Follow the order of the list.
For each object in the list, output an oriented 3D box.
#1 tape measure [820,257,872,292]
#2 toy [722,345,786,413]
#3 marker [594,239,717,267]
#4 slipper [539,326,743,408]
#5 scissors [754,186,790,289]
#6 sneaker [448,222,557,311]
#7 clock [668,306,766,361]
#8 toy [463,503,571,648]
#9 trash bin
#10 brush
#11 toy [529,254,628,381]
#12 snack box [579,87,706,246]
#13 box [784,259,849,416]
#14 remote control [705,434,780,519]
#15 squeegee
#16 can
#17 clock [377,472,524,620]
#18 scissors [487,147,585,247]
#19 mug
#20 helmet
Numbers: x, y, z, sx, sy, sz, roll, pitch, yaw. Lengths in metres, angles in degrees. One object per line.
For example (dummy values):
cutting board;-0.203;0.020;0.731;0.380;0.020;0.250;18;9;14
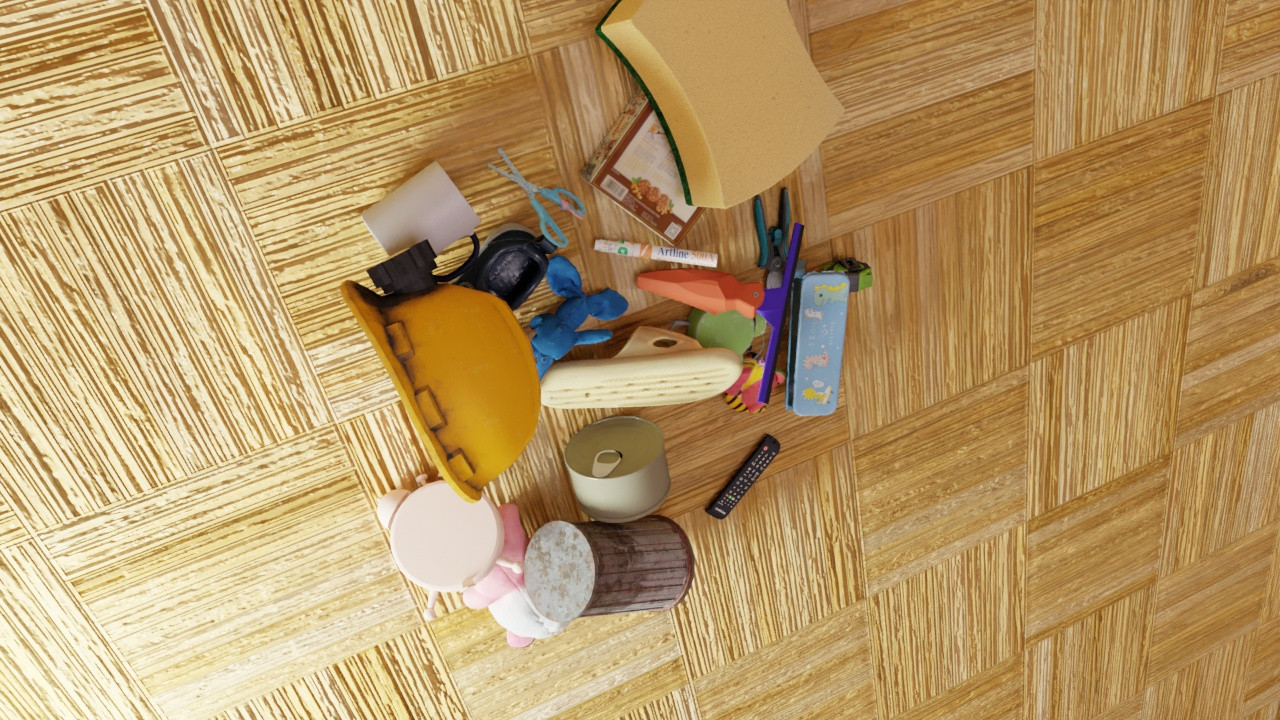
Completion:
tape measure;0.273;-0.114;1.212;0.065;0.058;0.036;-12;118;-16
toy;0.148;0.030;1.235;0.084;0.046;0.104;7;121;-8
marker;0.018;-0.128;1.088;0.145;0.017;0.017;7;113;-2
slipper;-0.007;0.007;1.141;0.261;0.079;0.111;-6;148;-6
scissors;0.173;-0.153;1.174;0.131;0.019;0.150;31;99;-31
sneaker;-0.185;-0.055;1.023;0.235;0.087;0.089;-48;122;5
clock;0.108;-0.038;1.179;0.119;0.042;0.094;29;102;-23
toy;-0.160;0.293;1.209;0.142;0.084;0.213;-36;122;-8
trash bin;-0.033;0.267;1.193;0.210;0.131;0.131;10;111;-50
brush;0.091;-0.311;0.987;0.194;0.075;0.250;-40;118;-17
toy;-0.096;-0.044;1.071;0.113;0.071;0.176;42;69;-8
snack box;0.029;-0.229;1.059;0.143;0.041;0.147;31;99;-32
box;0.233;-0.028;1.213;0.079;0.072;0.211;3;117;10
remote control;0.148;0.170;1.324;0.033;0.015;0.147;33;98;-33
squeegee;0.086;-0.083;1.108;0.185;0.249;0.055;11;156;10
can;-0.027;0.137;1.165;0.127;0.127;0.073;-20;123;-14
clock;-0.232;0.207;1.099;0.131;0.160;0.086;-26;160;-10
scissors;-0.112;-0.171;1.000;0.138;0.119;0.015;20;137;-33
mug;-0.221;-0.137;0.970;0.097;0.078;0.112;-37;114;-3
helmet;-0.174;0.003;0.918;0.131;0.205;0.255;-28;104;-5
